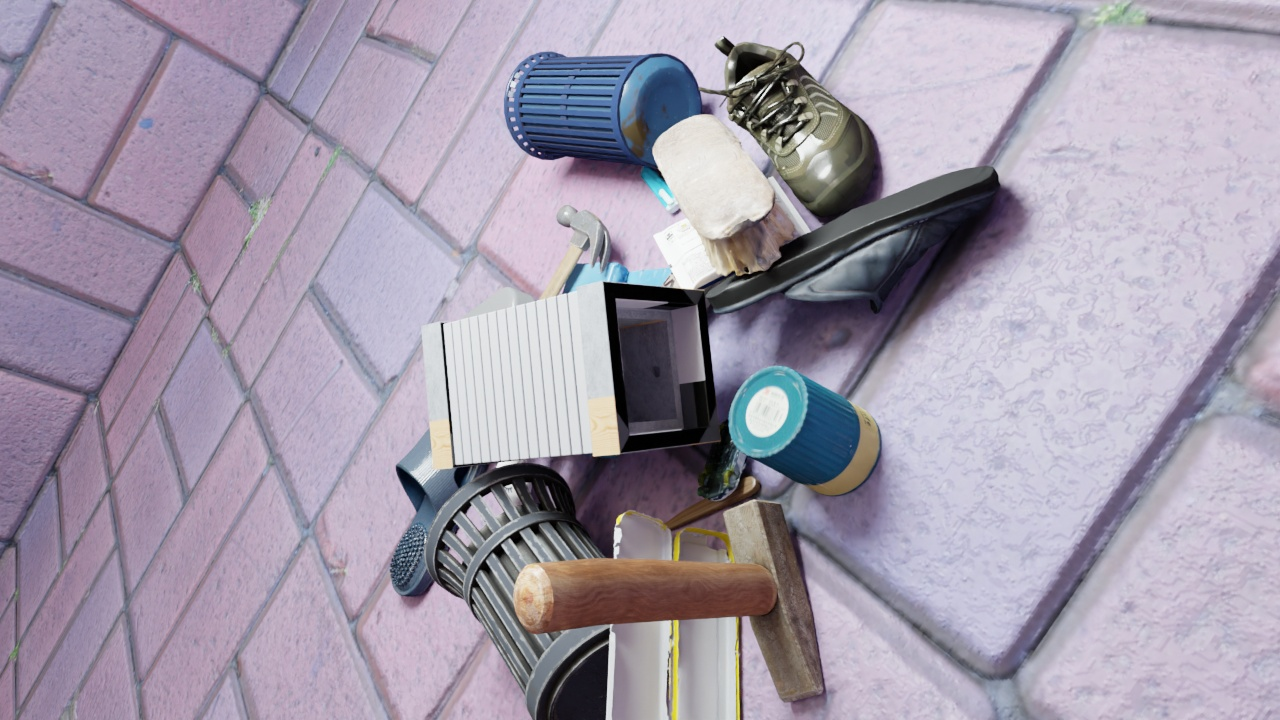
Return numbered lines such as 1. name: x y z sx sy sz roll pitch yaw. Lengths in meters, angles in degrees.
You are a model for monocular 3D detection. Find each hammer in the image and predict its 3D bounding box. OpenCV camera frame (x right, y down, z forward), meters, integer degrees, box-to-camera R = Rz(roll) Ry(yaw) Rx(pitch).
1. hammer: 0.028 0.173 0.659 0.037 0.300 0.157 -29 62 33
2. hammer: -0.139 -0.034 1.108 0.119 0.030 0.331 34 93 50

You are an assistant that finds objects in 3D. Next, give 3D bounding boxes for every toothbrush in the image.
1. toothbrush: 0.045 0.148 0.876 0.167 0.016 0.016 -32 46 31

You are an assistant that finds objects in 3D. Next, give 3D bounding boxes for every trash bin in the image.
1. trash bin: -0.072 0.021 0.880 0.248 0.142 0.142 -10 84 40
2. trash bin: -0.045 -0.310 1.133 0.250 0.139 0.139 20 85 48
3. trash bin: -0.083 0.228 0.863 0.164 0.164 0.227 -56 44 7

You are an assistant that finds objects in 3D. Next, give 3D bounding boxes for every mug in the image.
1. mug: 0.126 0.056 0.770 0.114 0.107 0.083 23 88 50

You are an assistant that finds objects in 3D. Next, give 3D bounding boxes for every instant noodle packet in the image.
1. instant noodle packet: 0.088 -0.124 0.899 0.134 0.026 0.087 -26 55 2

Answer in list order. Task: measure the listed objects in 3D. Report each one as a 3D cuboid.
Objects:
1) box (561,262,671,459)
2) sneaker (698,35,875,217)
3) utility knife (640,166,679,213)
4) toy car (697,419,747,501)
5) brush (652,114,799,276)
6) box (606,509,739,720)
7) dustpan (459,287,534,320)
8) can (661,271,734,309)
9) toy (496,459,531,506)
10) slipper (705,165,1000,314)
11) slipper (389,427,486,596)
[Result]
1. box: -0.052 -0.005 1.056 0.175 0.033 0.231 3 72 45
2. sneaker: 0.138 -0.252 0.898 0.101 0.143 0.237 -43 44 21
3. utility knife: 0.022 -0.210 1.100 0.022 0.015 0.116 -46 40 14
4. toy car: 0.082 0.093 0.854 0.039 0.027 0.089 -12 47 46
5. brush: 0.073 -0.168 0.879 0.083 0.057 0.271 -29 33 7
6. box: 0.028 0.235 0.762 0.034 0.129 0.209 -31 48 48
7. dustpan: -0.158 -0.013 1.085 0.258 0.033 0.163 -29 50 45
8. can: 0.056 -0.079 0.960 0.136 0.054 0.054 -52 41 12
9. toy: -0.146 0.135 1.053 0.076 0.037 0.125 12 97 54
10. slipper: 0.192 -0.082 0.807 0.266 0.083 0.108 -25 10 21
11. slipper: -0.268 0.165 1.152 0.101 0.082 0.263 12 79 47
